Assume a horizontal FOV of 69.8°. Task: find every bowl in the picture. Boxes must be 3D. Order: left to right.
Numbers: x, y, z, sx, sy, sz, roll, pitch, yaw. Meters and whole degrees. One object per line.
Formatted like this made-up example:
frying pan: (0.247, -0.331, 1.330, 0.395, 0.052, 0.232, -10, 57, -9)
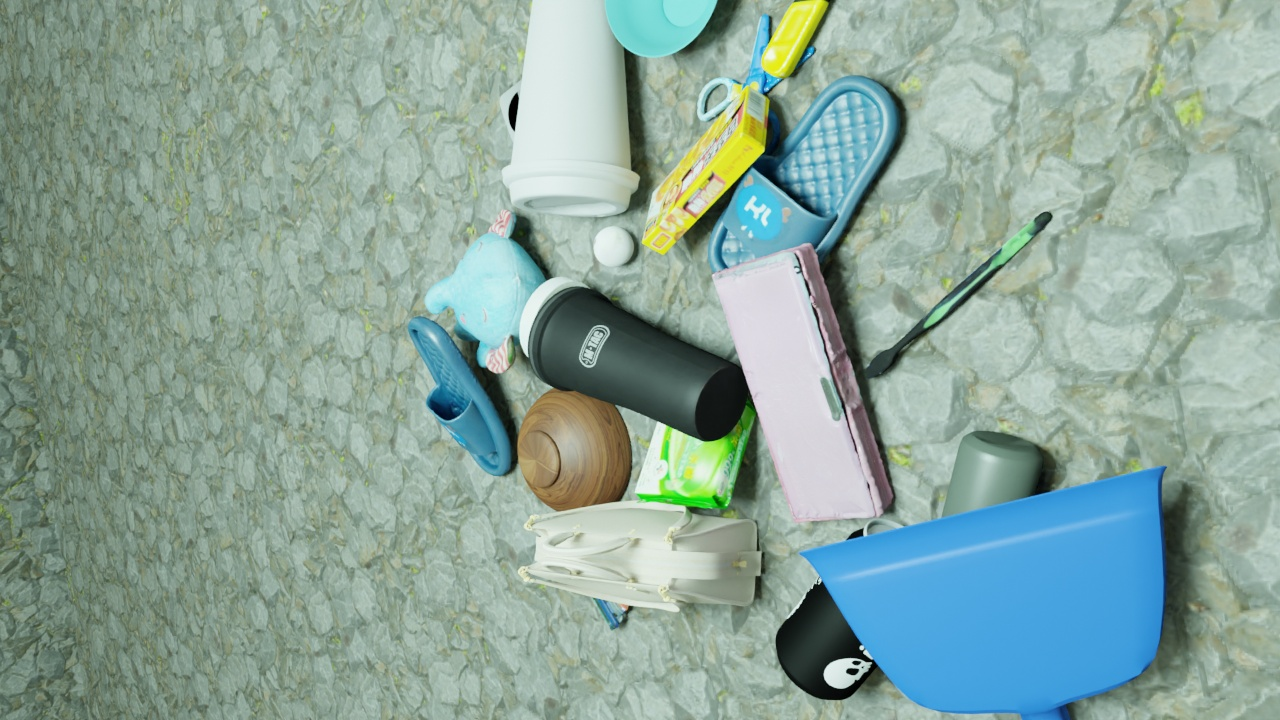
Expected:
bowl: (-0.087, 0.100, 0.976, 0.147, 0.068, 0.147, 6, 100, 40)
bowl: (0.030, -0.333, 0.829, 0.121, 0.046, 0.121, 4, 97, 34)

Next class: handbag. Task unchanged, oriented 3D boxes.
handbag: (-0.018, 0.176, 0.827, 0.195, 0.197, 0.101, -2, 79, 35)

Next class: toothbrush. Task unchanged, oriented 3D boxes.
toothbrush: (0.243, -0.047, 0.713, 0.188, 0.017, 0.014, -48, 69, 31)

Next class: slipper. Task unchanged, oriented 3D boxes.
slipper: (-0.215, 0.046, 1.050, 0.104, 0.059, 0.214, 14, 133, 52)
slipper: (0.131, -0.138, 0.765, 0.104, 0.059, 0.214, 52, 124, 21)

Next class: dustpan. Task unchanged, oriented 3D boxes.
dustpan: (0.273, 0.217, 0.652, 0.246, 0.059, 0.257, -19, 94, 21)

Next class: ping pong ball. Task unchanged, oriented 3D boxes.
ping pong ball: (-0.027, -0.113, 0.915, 0.040, 0.040, 0.040, 6, 100, 40)

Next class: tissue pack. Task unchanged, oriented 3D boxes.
tissue pack: (0.049, 0.085, 0.850, 0.100, 0.034, 0.113, -4, 59, 42)

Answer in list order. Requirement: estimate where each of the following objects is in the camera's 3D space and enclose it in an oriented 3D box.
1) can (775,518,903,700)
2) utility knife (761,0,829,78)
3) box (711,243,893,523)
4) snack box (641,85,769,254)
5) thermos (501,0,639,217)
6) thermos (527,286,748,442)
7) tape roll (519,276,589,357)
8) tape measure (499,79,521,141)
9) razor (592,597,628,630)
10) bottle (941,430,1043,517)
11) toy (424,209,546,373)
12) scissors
can: (0.177, 0.206, 0.754, 0.080, 0.080, 0.146, 44, 122, 28)
utility knife: (0.156, -0.322, 0.741, 0.029, 0.020, 0.198, 40, 115, 23)
box: (0.134, 0.025, 0.768, 0.098, 0.041, 0.233, -12, 99, 40)
snack box: (0.056, -0.165, 0.807, 0.153, 0.025, 0.075, -43, 27, 44)
thermos: (-0.064, -0.258, 0.883, 0.132, 0.131, 0.222, 1, 89, 41)
thermos: (-0.005, 0.005, 0.858, 0.219, 0.105, 0.106, 23, 110, 42)
tape roll: (-0.083, -0.038, 0.938, 0.019, 0.093, 0.094, 22, 110, 37)
tape measure: (-0.121, -0.271, 0.992, 0.064, 0.016, 0.065, -22, 81, 41)
razor: (0.005, 0.231, 0.949, 0.141, 0.018, 0.044, -42, 71, 32)
bottle: (0.259, 0.111, 0.685, 0.060, 0.060, 0.108, 20, 108, 38)
toy: (-0.179, -0.070, 1.018, 0.181, 0.114, 0.183, -15, 75, 53)
scissors: (0.097, -0.240, 0.812, 0.125, 0.016, 0.125, 16, 106, 33)
